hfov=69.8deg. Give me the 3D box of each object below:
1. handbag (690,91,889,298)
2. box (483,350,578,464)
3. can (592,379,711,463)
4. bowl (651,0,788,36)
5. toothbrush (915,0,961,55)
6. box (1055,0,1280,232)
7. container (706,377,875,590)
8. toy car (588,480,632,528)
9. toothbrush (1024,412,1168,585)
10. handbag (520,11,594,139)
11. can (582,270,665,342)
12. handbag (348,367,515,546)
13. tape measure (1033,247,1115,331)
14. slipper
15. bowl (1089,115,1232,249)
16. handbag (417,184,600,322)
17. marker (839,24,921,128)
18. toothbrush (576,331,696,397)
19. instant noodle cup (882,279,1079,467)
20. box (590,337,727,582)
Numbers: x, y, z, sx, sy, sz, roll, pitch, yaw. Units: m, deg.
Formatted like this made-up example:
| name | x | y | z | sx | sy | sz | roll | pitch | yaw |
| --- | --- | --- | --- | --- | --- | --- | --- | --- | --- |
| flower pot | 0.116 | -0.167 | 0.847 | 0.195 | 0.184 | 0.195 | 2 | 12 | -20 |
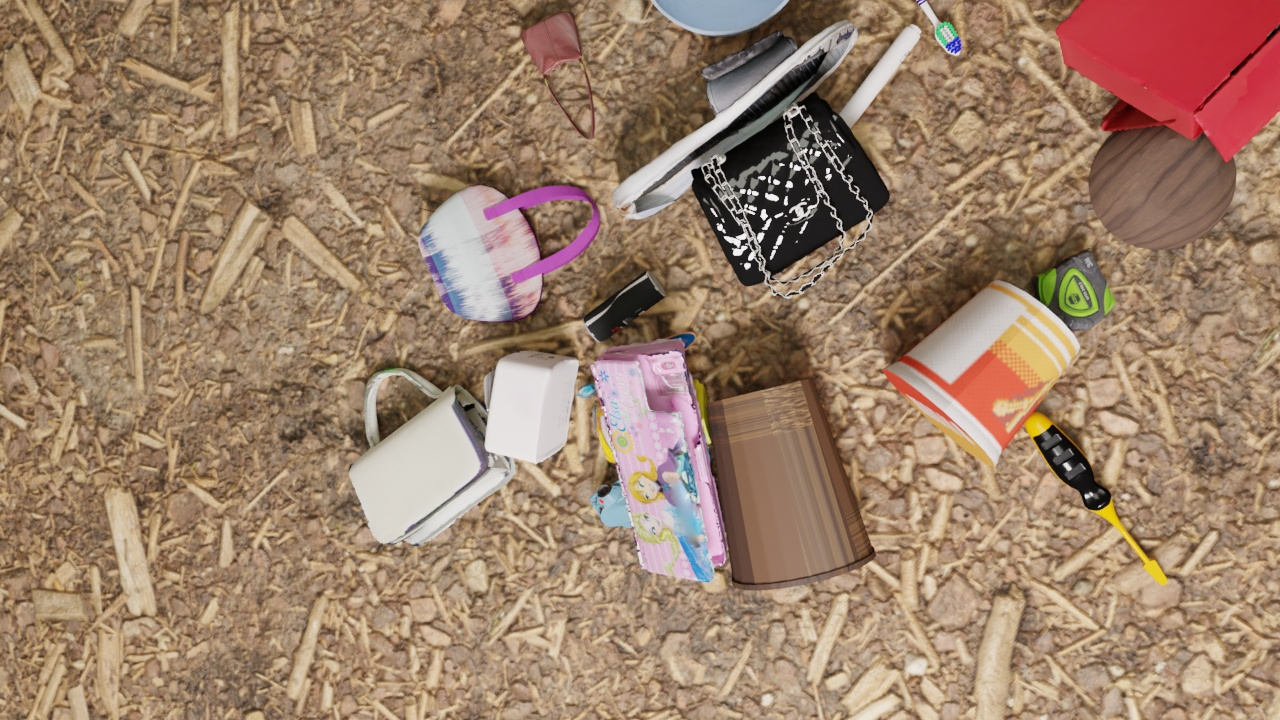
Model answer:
| name | x | y | z | sx | sy | sz | roll | pitch | yaw |
| --- | --- | --- | --- | --- | --- | --- | --- | --- | --- |
| handbag | 0.128 | -0.144 | 0.802 | 0.154 | 0.114 | 0.125 | -30 | 120 | 15 |
| box | -0.125 | 0.040 | 0.888 | 0.102 | 0.107 | 0.102 | 12 | 98 | 13 |
| can | 0.013 | 0.059 | 0.883 | 0.105 | 0.067 | 0.067 | -11 | 93 | 12 |
| bowl | 0.076 | -0.361 | 0.826 | 0.151 | 0.074 | 0.150 | 1 | 96 | 10 |
| toothbrush | 0.234 | -0.353 | 0.827 | 0.015 | 0.016 | 0.186 | -34 | 89 | 12 |
| box | 0.544 | -0.191 | 0.691 | 0.425 | 0.128 | 0.213 | 43 | 100 | 2 |
| container | 0.129 | 0.109 | 0.841 | 0.132 | 0.132 | 0.167 | -14 | 87 | 11 |
| toy car | 0.006 | 0.134 | 0.896 | 0.108 | 0.027 | 0.060 | -27 | 129 | 11 |
| toothbrush | 0.415 | 0.126 | 0.834 | 0.031 | 0.030 | 0.196 | -39 | 90 | 16 |
| handbag | -0.070 | -0.271 | 0.890 | 0.055 | 0.029 | 0.119 | -20 | 97 | 14 |
| can | -0.016 | -0.052 | 0.895 | 0.080 | 0.031 | 0.031 | -35 | 88 | 12 |
| handbag | -0.224 | 0.083 | 0.939 | 0.151 | 0.074 | 0.176 | -37 | 69 | 10 |
| tape measure | 0.384 | -0.058 | 0.819 | 0.059 | 0.036 | 0.065 | -24 | 87 | 3 |
| slipper | 0.075 | -0.227 | 0.828 | 0.264 | 0.111 | 0.063 | -39 | 81 | 16 |
| bowl | 0.458 | -0.156 | 0.796 | 0.119 | 0.032 | 0.119 | 1 | 96 | 11 |
| handbag | -0.121 | -0.117 | 0.899 | 0.170 | 0.068 | 0.144 | -23 | 91 | 5 |
| marker | 0.210 | -0.249 | 0.840 | 0.017 | 0.020 | 0.134 | 39 | 101 | 9 |
| toothbrush | -0.005 | 0.005 | 0.907 | 0.135 | 0.017 | 0.021 | -27 | 92 | 12 |
| instant noodle cup | 0.302 | 0.006 | 0.803 | 0.123 | 0.123 | 0.121 | 43 | 93 | 4 |
| box | 0.019 | 0.098 | 0.826 | 0.085 | 0.063 | 0.230 | -9 | 113 | 10 |
